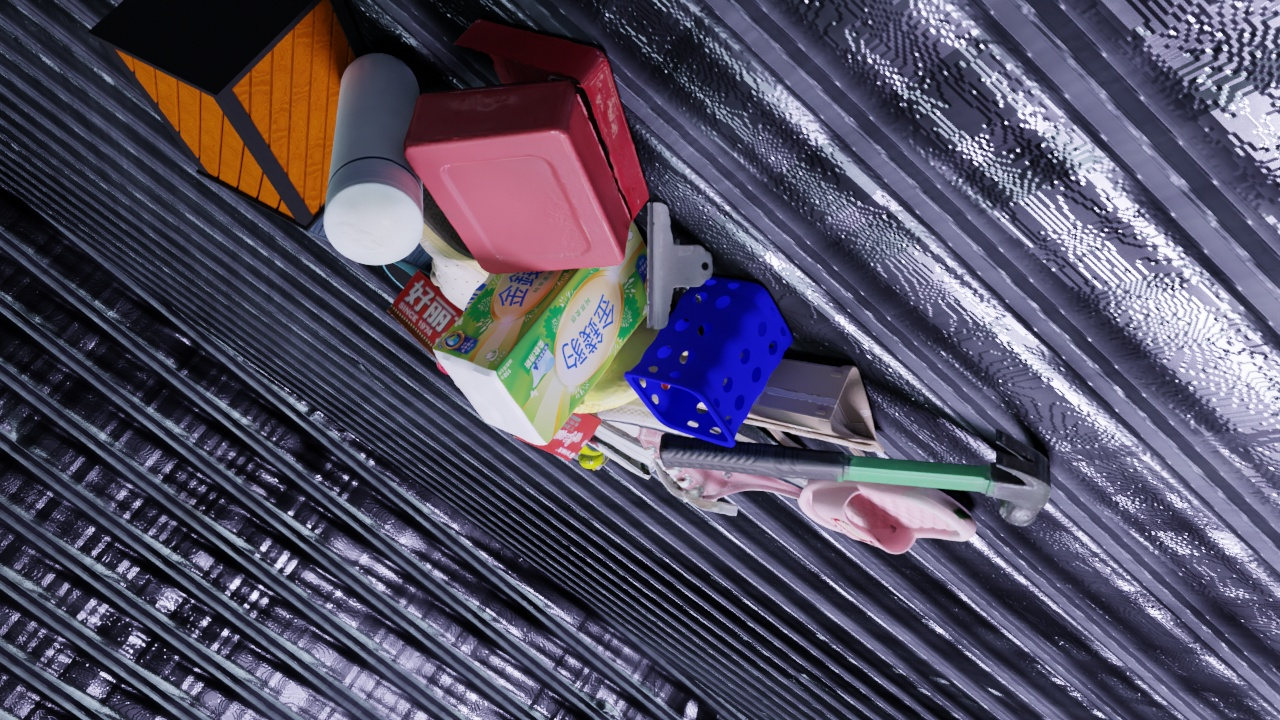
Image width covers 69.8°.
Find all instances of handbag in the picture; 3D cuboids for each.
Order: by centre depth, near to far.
[{"bbox_3d":[0.152,0.064,0.882,0.176,0.062,0.198,11,157,42],"label":"handbag"},{"bbox_3d":[-0.051,0.055,1.086,0.198,0.096,0.142,31,160,4],"label":"handbag"}]

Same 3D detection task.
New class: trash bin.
[{"bbox_3d":[-0.327,-0.239,0.791,0.140,0.139,0.172,27,158,17],"label":"trash bin"}]

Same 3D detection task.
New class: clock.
[{"bbox_3d":[-0.273,-0.121,1.087,0.124,0.053,0.090,34,159,7],"label":"clock"},{"bbox_3d":[-0.069,0.092,1.212,0.057,0.083,0.119,8,146,36],"label":"clock"}]

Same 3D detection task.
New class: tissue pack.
[{"bbox_3d":[-0.096,-0.044,0.797,0.141,0.197,0.120,18,144,37],"label":"tissue pack"}]

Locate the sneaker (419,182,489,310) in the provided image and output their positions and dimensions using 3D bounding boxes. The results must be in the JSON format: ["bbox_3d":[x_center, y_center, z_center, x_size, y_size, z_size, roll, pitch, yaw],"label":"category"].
[{"bbox_3d":[-0.172,-0.107,0.896,0.102,0.088,0.241,-4,146,33],"label":"sneaker"}]

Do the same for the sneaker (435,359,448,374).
[{"bbox_3d":[-0.228,-0.035,1.135,0.237,0.104,0.090,17,154,37],"label":"sneaker"}]

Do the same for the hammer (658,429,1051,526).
[{"bbox_3d":[0.173,0.089,0.771,0.319,0.032,0.130,4,153,15],"label":"hammer"}]

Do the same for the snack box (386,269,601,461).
[{"bbox_3d":[-0.154,0.004,0.965,0.236,0.060,0.113,40,-178,30],"label":"snack box"}]

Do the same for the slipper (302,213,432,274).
[{"bbox_3d":[-0.259,-0.160,0.961,0.263,0.082,0.101,22,151,-21],"label":"slipper"}]

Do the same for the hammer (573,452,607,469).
[{"bbox_3d":[-0.173,0.035,1.304,0.218,0.037,0.301,23,155,27],"label":"hammer"}]

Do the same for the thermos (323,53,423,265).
[{"bbox_3d":[-0.200,-0.161,0.698,0.068,0.068,0.229,52,-167,-39],"label":"thermos"}]

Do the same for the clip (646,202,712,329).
[{"bbox_3d":[0.031,-0.077,0.745,0.054,0.102,0.044,-5,-170,-37],"label":"clip"}]

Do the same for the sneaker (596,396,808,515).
[{"bbox_3d":[0.058,0.104,0.953,0.241,0.087,0.118,23,174,-10],"label":"sneaker"}]

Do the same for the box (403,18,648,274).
[{"bbox_3d":[-0.078,-0.140,0.672,0.137,0.127,0.157,17,154,26],"label":"box"}]

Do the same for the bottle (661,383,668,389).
[{"bbox_3d":[-0.006,0.006,0.962,0.138,0.061,0.062,15,152,42],"label":"bottle"}]

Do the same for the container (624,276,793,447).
[{"bbox_3d":[0.060,-0.003,0.774,0.085,0.113,0.084,14,152,41],"label":"container"}]

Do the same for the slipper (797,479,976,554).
[{"bbox_3d":[0.246,0.160,0.938,0.107,0.055,0.222,39,158,-18],"label":"slipper"}]

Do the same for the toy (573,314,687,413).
[{"bbox_3d":[-0.028,-0.002,0.865,0.155,0.170,0.065,1,118,15],"label":"toy"}]
